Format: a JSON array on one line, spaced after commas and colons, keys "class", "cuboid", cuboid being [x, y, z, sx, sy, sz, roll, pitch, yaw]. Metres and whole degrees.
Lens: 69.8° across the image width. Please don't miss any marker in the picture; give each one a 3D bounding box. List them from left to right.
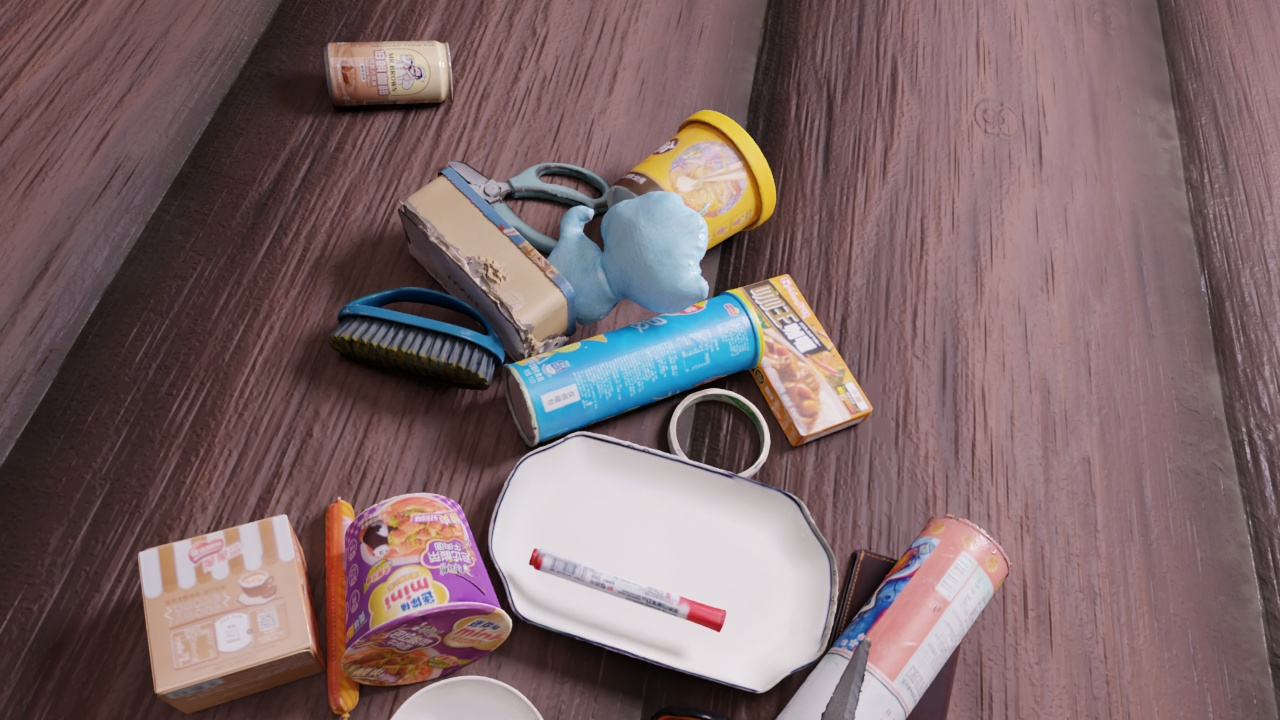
[{"class": "marker", "cuboid": [-0.010, 0.163, 0.655, 0.145, 0.017, 0.017, 18, 58, 1]}]

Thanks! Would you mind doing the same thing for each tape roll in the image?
[{"class": "tape roll", "cuboid": [0.065, 0.064, 0.770, 0.085, 0.014, 0.085, 4, 60, -8]}]

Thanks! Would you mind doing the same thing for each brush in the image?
[{"class": "brush", "cuboid": [-0.177, -0.023, 0.745, 0.144, 0.055, 0.073, 12, 65, 10]}]

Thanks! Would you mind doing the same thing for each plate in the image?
[{"class": "plate", "cuboid": [0.017, 0.152, 0.698, 0.266, 0.034, 0.161, 16, 58, 0]}]

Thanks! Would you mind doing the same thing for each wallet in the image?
[{"class": "wallet", "cuboid": [0.196, 0.214, 0.703, 0.096, 0.020, 0.122, 20, 60, 8]}]

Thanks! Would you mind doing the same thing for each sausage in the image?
[{"class": "sausage", "cuboid": [-0.212, 0.173, 0.652, 0.021, 0.021, 0.165, -4, 60, -13]}]

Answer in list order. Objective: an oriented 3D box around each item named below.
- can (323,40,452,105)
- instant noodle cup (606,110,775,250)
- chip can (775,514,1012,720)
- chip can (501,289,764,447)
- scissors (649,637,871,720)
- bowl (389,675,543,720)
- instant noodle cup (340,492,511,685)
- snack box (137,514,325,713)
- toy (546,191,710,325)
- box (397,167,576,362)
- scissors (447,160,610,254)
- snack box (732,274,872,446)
[{"class": "can", "cuboid": [-0.243, -0.279, 0.890, 0.116, 0.059, 0.058, -6, 61, -13]}, {"class": "instant noodle cup", "cuboid": [0.041, -0.147, 0.836, 0.114, 0.119, 0.118, -37, 72, -17]}, {"class": "chip can", "cuboid": [0.179, 0.208, 0.654, 0.071, 0.071, 0.214, 41, 67, 14]}, {"class": "chip can", "cuboid": [-0.005, 0.004, 0.760, 0.210, 0.071, 0.071, -19, 65, -19]}, {"class": "scissors", "cuboid": [0.097, 0.278, 0.575, 0.234, 0.021, 0.221, -1, 89, 33]}, {"class": "bowl", "cuboid": [-0.114, 0.267, 0.591, 0.113, 0.062, 0.113, 5, 59, -9]}, {"class": "instant noodle cup", "cuboid": [-0.154, 0.153, 0.629, 0.111, 0.112, 0.099, -11, 55, -16]}, {"class": "snack box", "cuboid": [-0.269, 0.169, 0.612, 0.092, 0.077, 0.094, -14, 64, -17]}, {"class": "toy", "cuboid": [-0.008, -0.088, 0.764, 0.049, 0.157, 0.161, 5, 43, -53]}, {"class": "box", "cuboid": [-0.134, -0.081, 0.776, 0.062, 0.090, 0.184, -37, 73, -20]}, {"class": "scissors", "cuboid": [-0.112, -0.132, 0.852, 0.176, 0.019, 0.171, 5, 60, -9]}, {"class": "snack box", "cuboid": [0.134, -0.003, 0.814, 0.075, 0.026, 0.153, -18, 64, -20]}]
